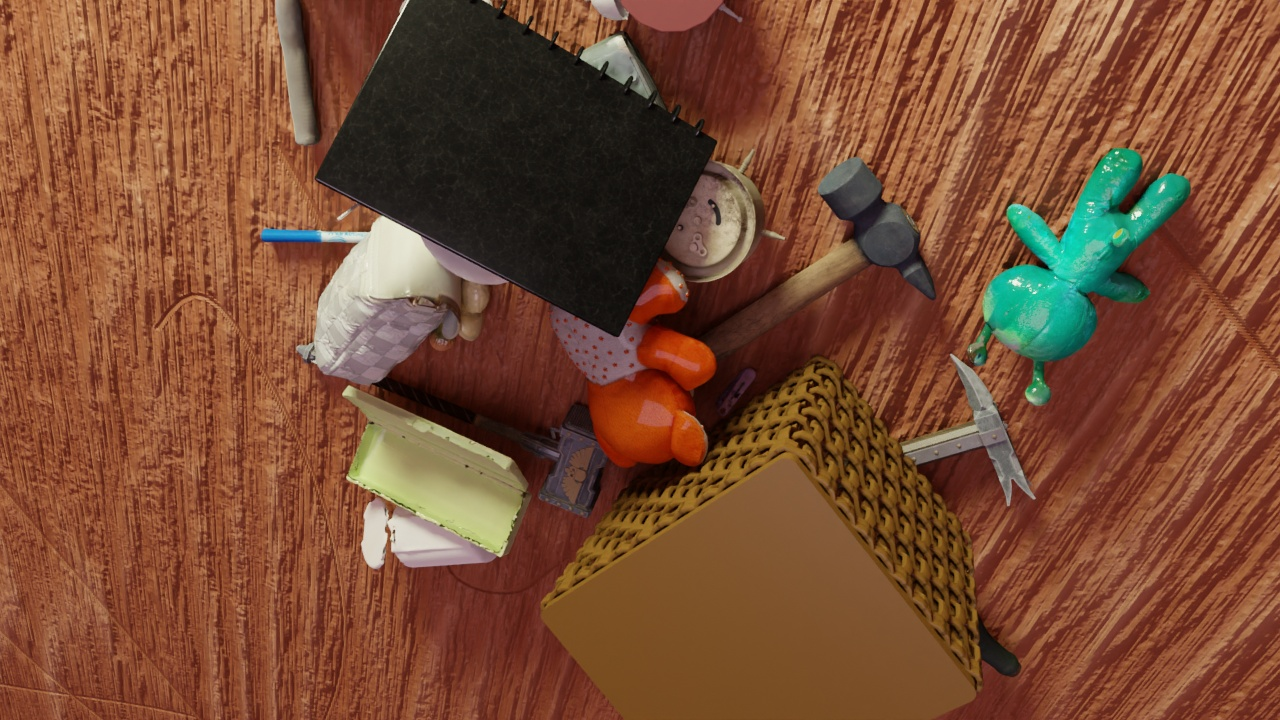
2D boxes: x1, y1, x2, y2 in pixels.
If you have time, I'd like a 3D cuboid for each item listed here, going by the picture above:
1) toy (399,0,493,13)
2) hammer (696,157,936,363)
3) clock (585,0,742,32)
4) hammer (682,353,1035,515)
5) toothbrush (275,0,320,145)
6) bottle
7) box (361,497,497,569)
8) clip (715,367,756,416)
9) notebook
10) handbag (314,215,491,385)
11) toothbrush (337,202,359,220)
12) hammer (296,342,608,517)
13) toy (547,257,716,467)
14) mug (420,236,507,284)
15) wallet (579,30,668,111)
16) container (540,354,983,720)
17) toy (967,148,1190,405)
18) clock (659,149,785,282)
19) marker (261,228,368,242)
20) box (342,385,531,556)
[{"bbox_3d":[-0.145,-0.252,0.686,0.076,0.037,0.125,5,100,22],"label":"toy"},{"bbox_3d":[0.089,-0.028,0.776,0.323,0.040,0.129,-34,112,29],"label":"hammer"},{"bbox_3d":[0.014,-0.277,0.635,0.124,0.044,0.087,13,122,5],"label":"clock"},{"bbox_3d":[0.173,0.104,0.840,0.318,0.028,0.147,-21,108,23],"label":"hammer"},{"bbox_3d":[-0.276,-0.262,0.723,0.022,0.024,0.186,-15,125,-25],"label":"toothbrush"},{"bbox_3d":[0.302,0.253,0.885,0.174,0.055,0.055,38,121,-12],"label":"bottle"},{"bbox_3d":[-0.221,0.172,0.936,0.160,0.091,0.081,-10,87,20],"label":"box"},{"bbox_3d":[0.082,0.028,0.823,0.014,0.045,0.050,34,79,-10],"label":"clip"},{"bbox_3d":[-0.078,-0.143,0.638,0.231,0.019,0.169,27,88,-14],"label":"notebook"},{"bbox_3d":[-0.200,-0.050,0.785,0.123,0.112,0.172,17,144,-39],"label":"handbag"},{"bbox_3d":[-0.167,-0.143,0.677,0.010,0.181,0.010,-13,120,34],"label":"toothbrush"},{"bbox_3d":[-0.181,0.047,0.881,0.322,0.044,0.099,22,123,2],"label":"hammer"},{"bbox_3d":[-0.005,0.004,0.747,0.164,0.092,0.172,-5,108,51],"label":"toy"},{"bbox_3d":[-0.107,-0.106,0.701,0.115,0.067,0.095,39,139,-15],"label":"mug"},{"bbox_3d":[-0.045,-0.183,0.702,0.132,0.054,0.100,-16,127,21],"label":"wallet"},{"bbox_3d":[0.105,0.176,0.752,0.252,0.213,0.219,-37,94,25],"label":"container"},{"bbox_3d":[0.322,-0.062,0.685,0.130,0.072,0.194,28,113,-4],"label":"toy"},{"bbox_3d":[0.037,-0.105,0.724,0.141,0.054,0.093,-18,94,28],"label":"clock"},{"bbox_3d":[-0.272,-0.110,0.820,0.142,0.013,0.013,3,121,11],"label":"marker"},{"bbox_3d":[-0.193,0.098,0.869,0.188,0.061,0.134,20,129,19],"label":"box"}]
